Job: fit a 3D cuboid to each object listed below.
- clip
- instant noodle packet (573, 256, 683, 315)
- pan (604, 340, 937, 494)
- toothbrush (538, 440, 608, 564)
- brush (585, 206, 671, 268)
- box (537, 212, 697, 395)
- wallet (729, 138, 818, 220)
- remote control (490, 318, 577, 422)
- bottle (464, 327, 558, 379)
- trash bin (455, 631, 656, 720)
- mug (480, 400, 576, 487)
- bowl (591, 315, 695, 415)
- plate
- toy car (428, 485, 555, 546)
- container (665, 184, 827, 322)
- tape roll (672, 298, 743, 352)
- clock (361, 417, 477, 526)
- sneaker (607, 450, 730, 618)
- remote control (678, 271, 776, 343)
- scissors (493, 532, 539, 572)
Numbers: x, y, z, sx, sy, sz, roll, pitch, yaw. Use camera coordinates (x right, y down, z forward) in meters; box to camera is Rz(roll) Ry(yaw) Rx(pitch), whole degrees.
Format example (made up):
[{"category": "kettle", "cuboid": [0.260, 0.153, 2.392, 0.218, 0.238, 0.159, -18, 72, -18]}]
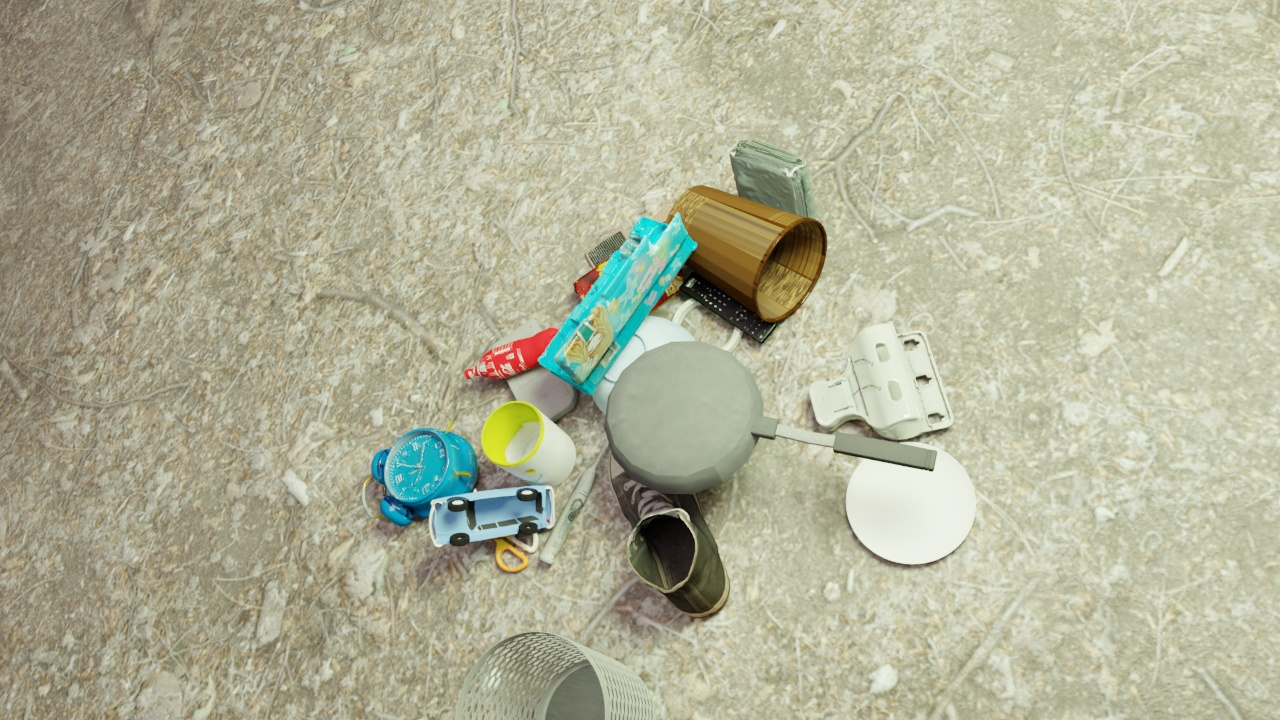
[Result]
[{"category": "clip", "cuboid": [0.262, 0.026, 1.028, 0.152, 0.105, 0.126, -11, 61, 5]}, {"category": "instant noodle packet", "cuboid": [-0.015, -0.101, 1.215, 0.135, 0.039, 0.098, -35, 67, 3]}, {"category": "pan", "cuboid": [0.125, 0.069, 0.964, 0.358, 0.041, 0.178, 10, 68, 21]}, {"category": "toothbrush", "cuboid": [-0.074, 0.163, 1.128, 0.185, 0.022, 0.024, -61, 22, -12]}, {"category": "brush", "cuboid": [-0.013, -0.171, 1.257, 0.136, 0.015, 0.050, -34, 61, 4]}, {"category": "box", "cuboid": [-0.021, -0.070, 1.076, 0.084, 0.172, 0.227, 37, 82, -11]}, {"category": "wallet", "cuboid": [0.167, -0.213, 1.140, 0.100, 0.132, 0.054, 25, 74, 27]}, {"category": "remote control", "cuboid": [-0.140, 0.018, 1.220, 0.074, 0.019, 0.151, -34, 59, 4]}, {"category": "bottle", "cuboid": [-0.166, -0.003, 1.202, 0.142, 0.042, 0.041, -19, 62, 13]}, {"category": "trash bin", "cuboid": [-0.076, 0.371, 0.943, 0.157, 0.183, 0.156, -8, 65, 17]}, {"category": "mug", "cuboid": [-0.136, 0.106, 1.129, 0.083, 0.106, 0.082, -8, 64, 17]}, {"category": "bowl", "cuboid": [-0.007, 0.007, 1.133, 0.151, 0.074, 0.150, -10, 67, 24]}, {"category": "plate", "cuboid": [0.292, 0.154, 0.997, 0.135, 0.011, 0.134, -8, 65, 18]}, {"category": "toy car", "cuboid": [-0.180, 0.184, 1.106, 0.055, 0.153, 0.056, -154, 61, -65]}, {"category": "container", "cuboid": [0.123, -0.142, 1.134, 0.167, 0.132, 0.132, 33, 82, 35]}, {"category": "tape roll", "cuboid": [0.084, -0.042, 1.164, 0.093, 0.013, 0.093, -8, 65, 18]}, {"category": "clock", "cuboid": [-0.290, 0.152, 1.194, 0.161, 0.060, 0.116, -30, 60, 8]}, {"category": "sneaker", "cuboid": [0.015, 0.171, 1.035, 0.095, 0.120, 0.234, -27, 58, 8]}, {"category": "remote control", "cuboid": [0.108, -0.068, 1.151, 0.140, 0.009, 0.030, 36, 84, 30]}, {"category": "scissors", "cuboid": [-0.181, 0.213, 1.153, 0.128, 0.013, 0.065, 31, 80, 28]}]
